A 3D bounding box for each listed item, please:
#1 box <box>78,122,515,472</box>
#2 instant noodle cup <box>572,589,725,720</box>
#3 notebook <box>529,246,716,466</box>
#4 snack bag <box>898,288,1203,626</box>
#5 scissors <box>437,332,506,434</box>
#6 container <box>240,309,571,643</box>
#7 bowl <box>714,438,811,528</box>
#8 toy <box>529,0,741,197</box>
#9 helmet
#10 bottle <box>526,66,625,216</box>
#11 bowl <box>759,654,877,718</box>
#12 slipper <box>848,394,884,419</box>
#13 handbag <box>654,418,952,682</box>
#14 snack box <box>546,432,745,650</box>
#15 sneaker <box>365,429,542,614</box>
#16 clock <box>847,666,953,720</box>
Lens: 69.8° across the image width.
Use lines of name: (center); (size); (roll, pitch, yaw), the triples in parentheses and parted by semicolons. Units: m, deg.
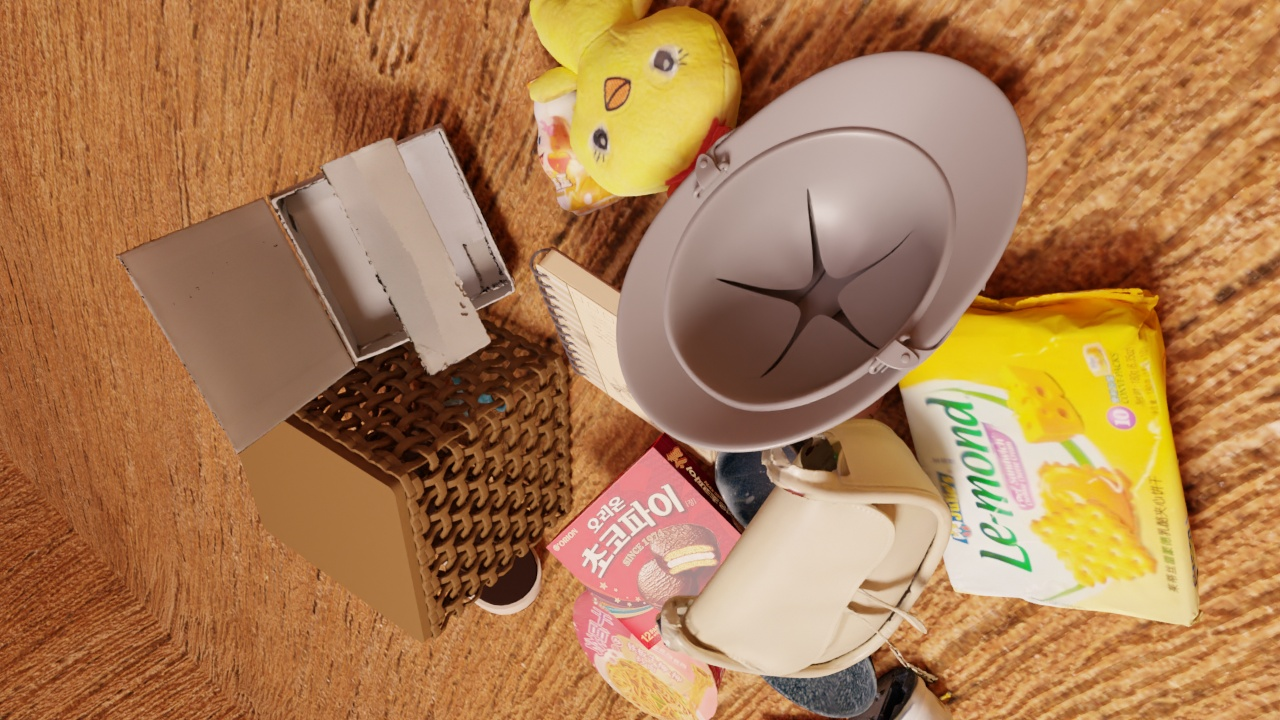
box: (-0.252, -0.067, 0.750); (0.165, 0.329, 0.167); (-13, 110, 31)
instant noodle cup: (0.022, 0.284, 0.954); (0.179, 0.077, 0.179); (22, 132, 27)
notebook: (-0.004, 0.004, 0.743); (0.167, 0.024, 0.226); (34, 165, 18)
snack bag: (0.263, 0.056, 0.591); (0.160, 0.068, 0.247); (2, 119, 44)
scissors: (-0.185, 0.034, 1.010); (0.130, 0.015, 0.135); (21, 135, 30)
container: (-0.236, 0.089, 0.923); (0.252, 0.213, 0.220); (25, 134, 27)
bowl: (0.119, 0.095, 0.753); (0.110, 0.055, 0.110); (23, 131, 29)
toy: (-0.004, -0.197, 0.634); (0.134, 0.092, 0.207); (-42, 79, 27)
helmet: (0.115, -0.055, 0.578); (0.271, 0.117, 0.183); (-45, 68, 9)
bottle: (-0.050, -0.170, 0.709); (0.063, 0.062, 0.109); (-8, 113, 44)
bowl: (0.158, 0.247, 0.824); (0.137, 0.057, 0.137); (23, 131, 28)
slipper: (0.091, -0.003, 0.697); (0.197, 0.093, 0.082); (32, 154, 23)
handbag: (0.126, 0.152, 0.626); (0.132, 0.183, 0.230); (61, 138, 41)
snack box: (0.014, 0.164, 0.822); (0.132, 0.035, 0.152); (45, 115, 1)
sneaker: (-0.230, 0.197, 1.110); (0.294, 0.111, 0.117); (35, 156, 17)
clock: (0.218, 0.321, 0.807); (0.057, 0.083, 0.118); (43, 137, 0)
